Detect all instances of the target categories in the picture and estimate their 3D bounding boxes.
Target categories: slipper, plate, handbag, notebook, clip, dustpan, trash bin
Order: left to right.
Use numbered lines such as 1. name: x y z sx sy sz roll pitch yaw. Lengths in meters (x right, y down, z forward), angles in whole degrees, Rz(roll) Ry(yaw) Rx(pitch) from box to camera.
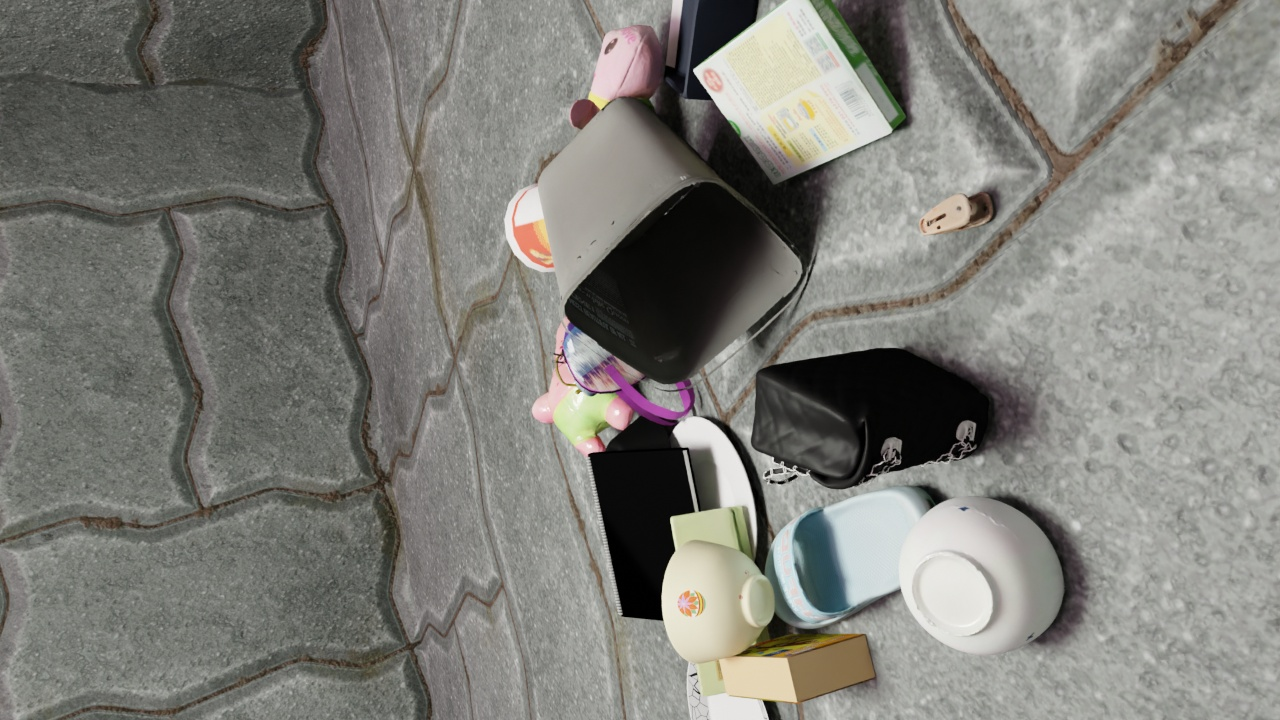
1. handbag: -0.006 0.006 1.089 0.170 0.144 0.068 46 155 13
2. notebook: 0.013 0.206 1.079 0.149 0.016 0.206 -7 97 39
3. trash bin: 0.012 -0.128 0.911 0.198 0.197 0.220 -42 42 17
4. dustpan: 0.066 -0.379 0.892 0.273 0.080 0.237 43 133 53
5. plate: 0.081 0.168 1.063 0.209 0.015 0.209 24 117 60
6. plate: 0.108 0.419 1.064 0.189 0.016 0.189 24 117 60
7. slipper: 0.173 0.175 0.816 0.246 0.074 0.104 -47 54 56
8. handbag: 0.174 0.060 0.700 0.125 0.153 0.115 27 116 54
9. clip: 0.237 -0.108 0.683 0.062 0.045 0.024 148 114 -82

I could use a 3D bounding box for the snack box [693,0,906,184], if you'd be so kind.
1. snack box: 0.131 -0.230 0.785 0.132 0.027 0.168 51 157 -13

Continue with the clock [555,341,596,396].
1. clock: -0.047 -0.005 1.163 0.052 0.129 0.090 68 -174 -71

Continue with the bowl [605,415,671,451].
1. bowl: -0.012 0.127 1.136 0.124 0.052 0.124 3 93 64

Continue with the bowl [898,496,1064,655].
1. bowl: 0.235 0.159 0.660 0.114 0.063 0.113 8 102 42

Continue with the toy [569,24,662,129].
1. toy: -0.021 -0.256 1.045 0.088 0.189 0.238 13 101 24

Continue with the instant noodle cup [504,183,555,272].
1. instant noodle cup: -0.100 -0.189 1.240 0.121 0.123 0.123 -4 92 56

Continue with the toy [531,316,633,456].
1. toy: -0.079 0.022 1.265 0.192 0.096 0.236 -47 41 28

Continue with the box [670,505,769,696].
1. box: 0.087 0.252 0.985 0.083 0.091 0.188 97 165 -79

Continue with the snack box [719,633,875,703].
1. snack box: 0.146 0.292 0.878 0.126 0.088 0.040 -33 66 61

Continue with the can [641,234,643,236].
1. can: -0.003 -0.118 1.100 0.128 0.071 0.072 45 135 52

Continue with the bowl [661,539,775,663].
1. bowl: 0.085 0.230 0.879 0.074 0.117 0.118 -11 85 37
